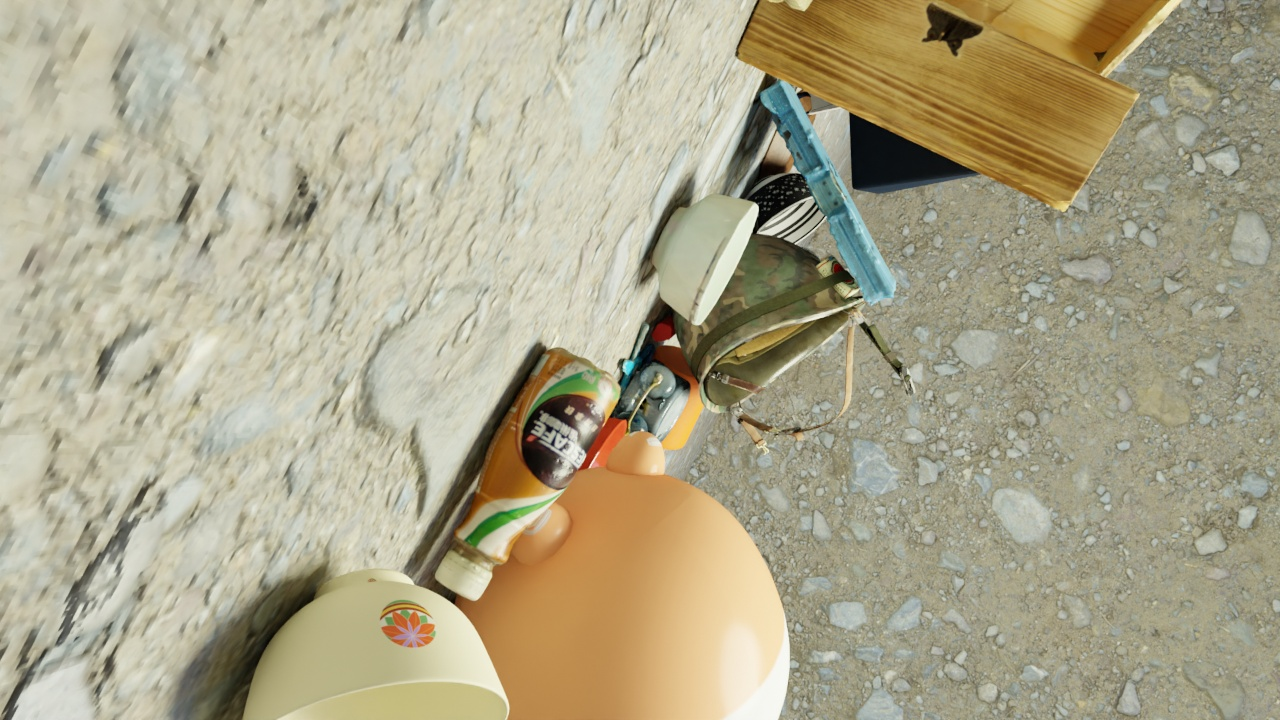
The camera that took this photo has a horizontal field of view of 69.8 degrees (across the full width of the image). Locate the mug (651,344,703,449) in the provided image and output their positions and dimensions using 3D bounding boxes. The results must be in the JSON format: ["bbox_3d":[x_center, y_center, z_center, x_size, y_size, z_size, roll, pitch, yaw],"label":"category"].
[{"bbox_3d":[0.033,0.035,1.076,0.112,0.077,0.096,-101,-148,-64],"label":"mug"}]

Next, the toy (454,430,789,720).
[{"bbox_3d":[-0.023,0.207,0.711,0.262,0.266,0.281,-29,120,-46],"label":"toy"}]

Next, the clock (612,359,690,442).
[{"bbox_3d":[0.008,0.046,0.951,0.090,0.052,0.129,-60,165,4],"label":"clock"}]

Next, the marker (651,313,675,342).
[{"bbox_3d":[0.044,-0.047,1.034,0.024,0.021,0.144,-33,-177,22],"label":"marker"}]

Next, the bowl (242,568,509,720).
[{"bbox_3d":[-0.127,0.142,0.432,0.118,0.117,0.074,108,-29,-45],"label":"bowl"}]

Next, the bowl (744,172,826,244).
[{"bbox_3d":[0.166,-0.187,1.118,0.120,0.066,0.120,-26,161,-10],"label":"bowl"}]

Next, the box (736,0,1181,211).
[{"bbox_3d":[0.268,-0.288,0.758,0.221,0.279,0.258,-67,170,20],"label":"box"}]

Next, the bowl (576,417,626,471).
[{"bbox_3d":[-0.057,0.102,0.859,0.121,0.035,0.122,-59,171,-17],"label":"bowl"}]

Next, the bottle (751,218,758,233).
[{"bbox_3d":[0.101,-0.110,1.082,0.045,0.045,0.185,-58,170,-23],"label":"bottle"}]

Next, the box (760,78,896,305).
[{"bbox_3d":[0.194,-0.172,0.937,0.033,0.231,0.174,-28,-176,17],"label":"box"}]

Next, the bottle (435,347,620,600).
[{"bbox_3d":[-0.076,0.073,0.592,0.167,0.059,0.059,-60,171,-13],"label":"bottle"}]

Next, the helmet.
[{"bbox_3d":[0.147,-0.020,0.955,0.223,0.236,0.193,4,143,-41],"label":"helmet"}]

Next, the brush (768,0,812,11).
[{"bbox_3d":[0.090,-0.263,0.576,0.059,0.043,0.195,-64,170,12],"label":"brush"}]

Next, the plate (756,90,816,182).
[{"bbox_3d":[0.186,-0.273,1.143,0.131,0.025,0.131,-59,171,-17],"label":"plate"}]

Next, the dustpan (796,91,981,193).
[{"bbox_3d":[0.268,-0.300,0.974,0.080,0.274,0.236,-6,94,-53],"label":"dustpan"}]

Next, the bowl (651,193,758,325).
[{"bbox_3d":[0.049,-0.094,0.790,0.117,0.061,0.117,-60,171,-16],"label":"bowl"}]

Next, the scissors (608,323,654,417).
[{"bbox_3d":[-0.005,0.004,0.947,0.127,0.012,0.138,-52,165,-46],"label":"scissors"}]
